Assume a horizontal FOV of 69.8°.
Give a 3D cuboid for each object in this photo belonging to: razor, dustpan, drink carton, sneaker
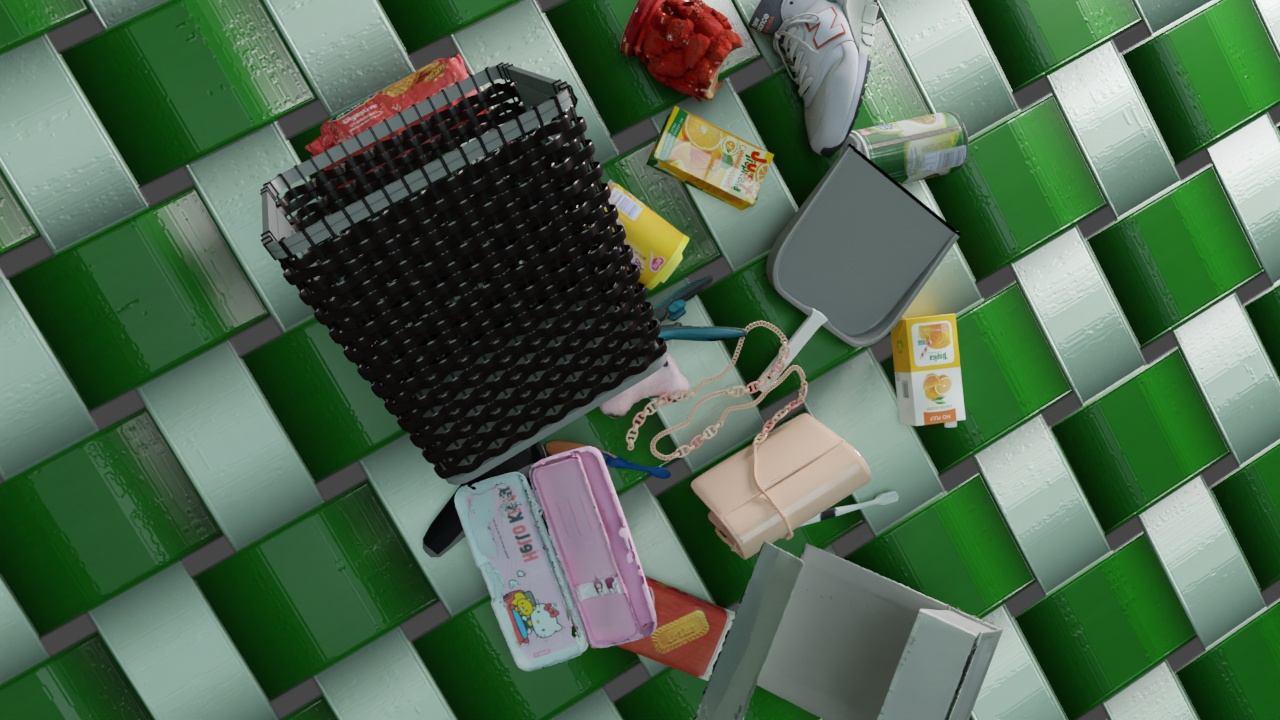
[{"bbox_3d":[-0.159,0.137,0.922,0.156,0.057,0.060,-37,128,-8],"label":"razor"},{"bbox_3d":[0.202,-0.073,0.971,0.163,0.033,0.258,33,104,-19],"label":"dustpan"},{"bbox_3d":[0.076,-0.209,0.963,0.122,0.041,0.058,24,86,-10],"label":"drink carton"},{"bbox_3d":[0.174,-0.338,0.964,0.124,0.089,0.239,14,79,-5],"label":"sneaker"},{"bbox_3d":[0.314,0.013,1.005,0.058,0.040,0.122,-6,91,-10],"label":"drink carton"}]

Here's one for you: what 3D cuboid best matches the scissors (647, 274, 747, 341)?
[{"bbox_3d":[0.042,-0.037,0.937,0.118,0.019,0.147,35,58,30],"label":"scissors"}]

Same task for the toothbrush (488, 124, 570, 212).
[{"bbox_3d":[-0.111,-0.194,0.946,0.021,0.016,0.135,-42,94,-8],"label":"toothbrush"}]

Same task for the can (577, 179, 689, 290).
[{"bbox_3d":[-0.008,-0.127,0.936,0.105,0.068,0.067,36,84,-8],"label":"can"}]

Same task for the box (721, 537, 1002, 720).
[{"bbox_3d":[0.224,0.304,0.999,0.164,0.447,0.167,24,86,-20],"label":"box"}]

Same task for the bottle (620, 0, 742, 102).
[{"bbox_3d":[0.043,-0.319,0.935,0.111,0.099,0.099,27,86,3],"label":"bottle"}]

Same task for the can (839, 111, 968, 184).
[{"bbox_3d":[0.280,-0.223,0.985,0.121,0.067,0.067,-14,92,-10],"label":"can"}]

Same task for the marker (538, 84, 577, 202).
[{"bbox_3d":[-0.088,-0.219,0.939,0.022,0.016,0.138,20,76,-27],"label":"marker"}]

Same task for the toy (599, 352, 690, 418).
[{"bbox_3d":[-0.006,0.006,0.946,0.099,0.053,0.096,-14,80,-19],"label":"toy"}]

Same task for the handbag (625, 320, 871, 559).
[{"bbox_3d":[0.109,0.089,0.911,0.198,0.116,0.187,-30,112,-8],"label":"handbag"}]

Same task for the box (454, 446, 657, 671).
[{"bbox_3d":[-0.080,0.194,0.898,0.154,0.041,0.201,-17,99,8],"label":"box"}]

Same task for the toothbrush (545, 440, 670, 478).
[{"bbox_3d":[-0.034,0.105,0.961,0.135,0.017,0.021,14,84,-7],"label":"toothbrush"}]

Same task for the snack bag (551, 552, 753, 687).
[{"bbox_3d":[0.003,0.264,0.954,0.225,0.041,0.077,24,88,-10],"label":"snack bag"}]

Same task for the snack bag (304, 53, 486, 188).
[{"bbox_3d":[-0.233,-0.226,0.892,0.176,0.082,0.082,-33,95,-8],"label":"snack bag"}]

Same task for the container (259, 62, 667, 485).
[{"bbox_3d":[-0.147,-0.080,0.795,0.245,0.247,0.244,-30,119,-8],"label":"container"}]

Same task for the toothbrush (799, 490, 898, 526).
[{"bbox_3d":[0.192,0.170,0.999,0.186,0.017,0.012,-13,89,-8],"label":"toothbrush"}]
